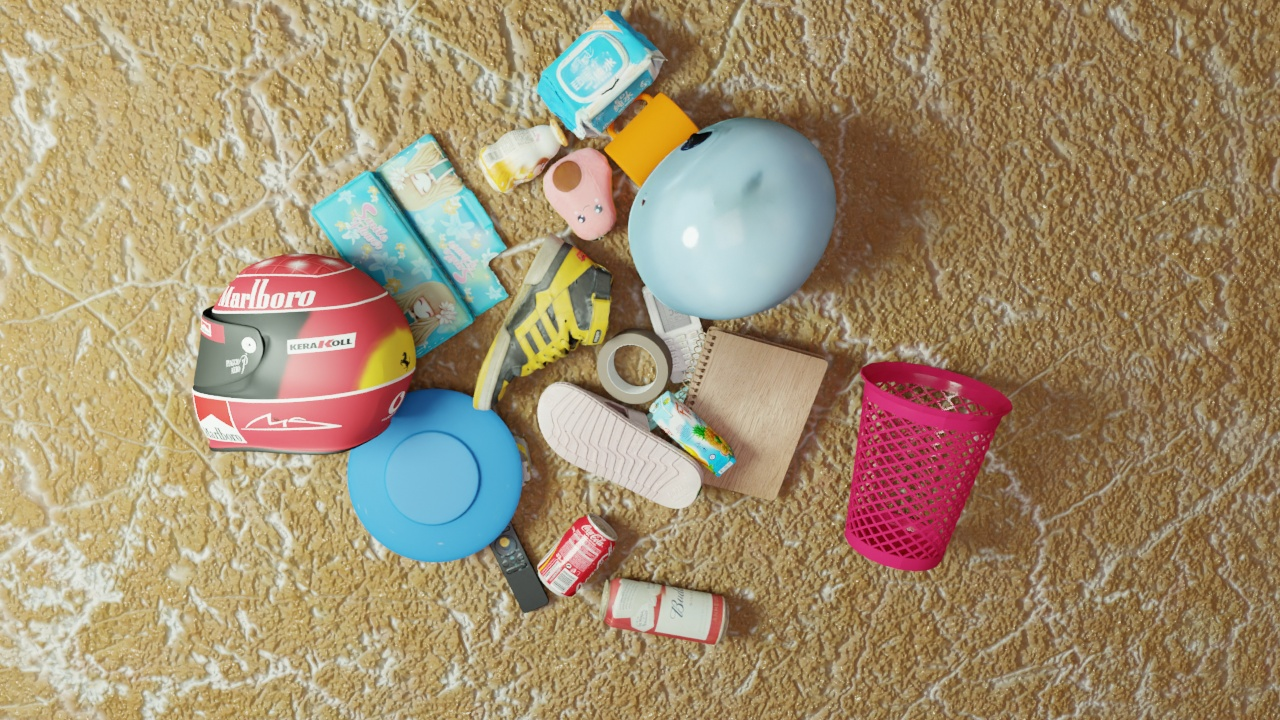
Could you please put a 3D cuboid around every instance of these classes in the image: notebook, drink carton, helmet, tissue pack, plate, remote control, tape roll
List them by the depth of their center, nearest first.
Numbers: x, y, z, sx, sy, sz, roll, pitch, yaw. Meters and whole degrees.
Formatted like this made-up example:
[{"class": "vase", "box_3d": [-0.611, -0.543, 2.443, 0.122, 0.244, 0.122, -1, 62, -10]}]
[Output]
[{"class": "helmet", "box_3d": [0.128, -0.163, 1.075, 0.265, 0.167, 0.225, -47, 115, -10]}, {"class": "helmet", "box_3d": [-0.403, -0.013, 1.085, 0.271, 0.197, 0.225, 0, 105, 14]}, {"class": "tissue pack", "box_3d": [-0.049, -0.340, 1.097, 0.144, 0.061, 0.093, -43, 80, 7]}, {"class": "plate", "box_3d": [-0.263, 0.149, 1.168, 0.224, 0.024, 0.224, 0, 93, -1]}, {"class": "drink carton", "box_3d": [0.066, 0.092, 1.169, 0.039, 0.044, 0.129, -43, 108, 14]}, {"class": "tape roll", "box_3d": [-0.007, 0.007, 1.179, 0.094, 0.030, 0.094, 4, 108, 14]}, {"class": "remote control", "box_3d": [0.049, -0.041, 1.188, 0.060, 0.025, 0.138, -18, 102, 1]}, {"class": "notebook", "box_3d": [0.129, 0.071, 1.198, 0.169, 0.022, 0.211, 15, 110, -7]}, {"class": "remote control", "box_3d": [-0.171, 0.270, 1.244, 0.041, 0.020, 0.152, -23, 100, 3]}]

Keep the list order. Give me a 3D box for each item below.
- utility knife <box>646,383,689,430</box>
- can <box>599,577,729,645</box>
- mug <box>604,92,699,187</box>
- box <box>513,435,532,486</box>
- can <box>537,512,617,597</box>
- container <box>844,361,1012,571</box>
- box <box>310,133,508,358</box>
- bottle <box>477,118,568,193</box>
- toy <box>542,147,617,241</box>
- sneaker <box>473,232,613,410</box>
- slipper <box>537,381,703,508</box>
[{"class": "utility knife", "box_3d": [0.050, 0.052, 1.213, 0.120, 0.015, 0.022, -38, 68, 4]}, {"class": "can", "box_3d": [0.032, 0.339, 1.241, 0.170, 0.067, 0.067, 11, 100, -4]}, {"class": "mug", "box_3d": [0.005, -0.276, 1.122, 0.096, 0.077, 0.112, -44, 72, 6]}, {"class": "box", "box_3d": [-0.249, 0.147, 1.213, 0.210, 0.044, 0.066, -10, 114, -1]}, {"class": "can", "box_3d": [-0.083, 0.259, 1.222, 0.064, 0.064, 0.105, 40, 97, -9]}, {"class": "container", "box_3d": [0.348, 0.138, 1.171, 0.183, 0.183, 0.226, 8, 108, -4]}, {"class": "box", "box_3d": [-0.273, -0.143, 1.154, 0.182, 0.039, 0.227, -33, 100, 4]}, {"class": "bottle", "box_3d": [-0.142, -0.252, 1.120, 0.109, 0.063, 0.063, -29, 101, 4]}, {"class": "toy", "box_3d": [-0.068, -0.203, 1.138, 0.090, 0.051, 0.110, -27, 102, 4]}, {"class": "sneaker", "box_3d": [-0.114, -0.028, 1.151, 0.122, 0.086, 0.238, 25, 95, -3]}, {"class": "slipper", "box_3d": [-0.025, 0.109, 1.194, 0.239, 0.064, 0.094, 30, 108, 6]}]
